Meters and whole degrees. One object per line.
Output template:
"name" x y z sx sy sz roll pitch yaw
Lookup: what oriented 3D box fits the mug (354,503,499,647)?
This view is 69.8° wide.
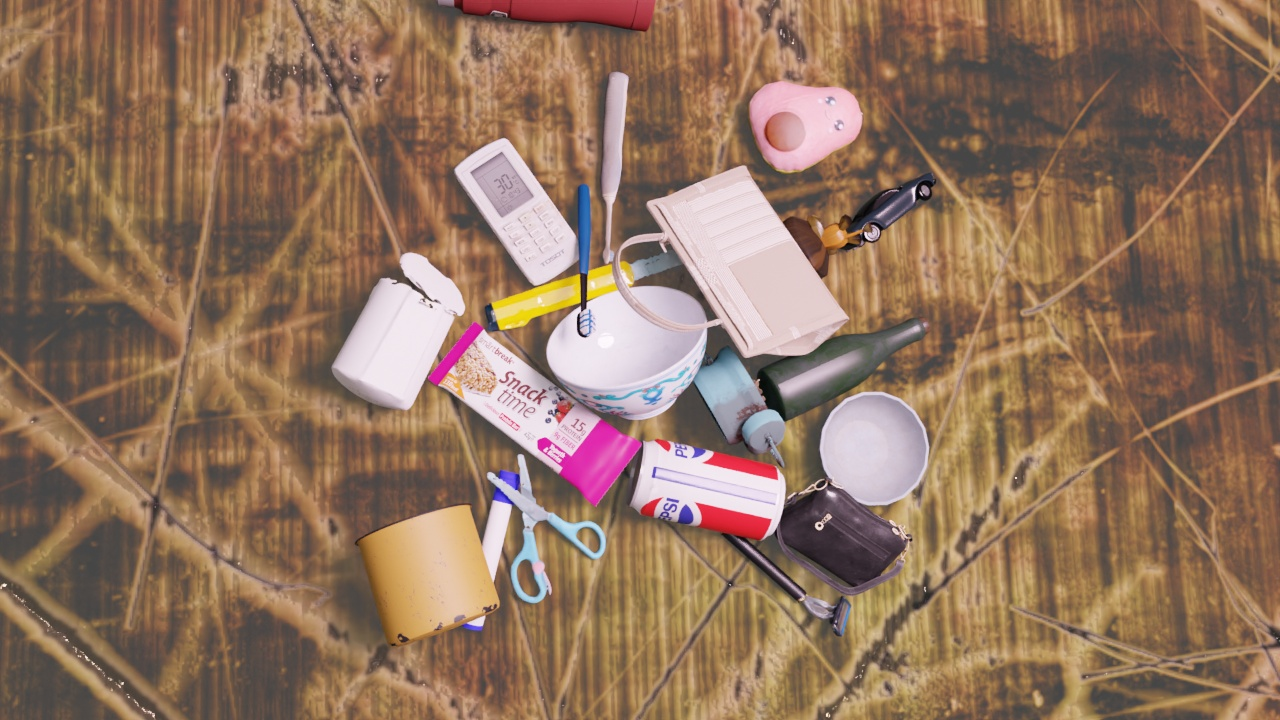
"mug" -0.186 0.187 0.780 0.100 0.124 0.094 -4 70 -52

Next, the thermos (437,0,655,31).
"thermos" -0.086 -0.370 0.852 0.198 0.083 0.108 4 118 -10

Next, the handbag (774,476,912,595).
"handbag" 0.186 0.160 0.839 0.128 0.054 0.079 34 116 -9

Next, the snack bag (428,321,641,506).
"snack bag" -0.097 0.045 0.829 0.196 0.016 0.070 36 79 12

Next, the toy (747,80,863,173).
"toy" 0.162 -0.233 0.895 0.110 0.051 0.090 -18 88 -10

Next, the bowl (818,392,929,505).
"bowl" 0.216 0.084 0.875 0.106 0.039 0.106 1 84 -8

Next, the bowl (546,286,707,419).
"bowl" -0.005 0.005 0.825 0.144 0.144 0.074 -24 127 -10

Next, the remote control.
"remote control" -0.114 -0.139 0.860 0.060 0.025 0.138 -35 90 -10

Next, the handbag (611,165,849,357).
"handbag" 0.060 -0.075 0.793 0.197 0.062 0.175 -15 67 -41

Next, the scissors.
"scissors" -0.081 0.145 0.832 0.111 0.015 0.141 -10 98 -16

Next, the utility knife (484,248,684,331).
"utility knife" -0.039 -0.072 0.867 0.223 0.019 0.030 -18 98 -6

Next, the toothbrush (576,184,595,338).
"toothbrush" -0.051 -0.095 0.840 0.014 0.014 0.167 21 54 -37

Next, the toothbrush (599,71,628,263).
"toothbrush" -0.027 -0.184 0.879 0.022 0.024 0.185 -1 83 31

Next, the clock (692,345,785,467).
"clock" 0.093 0.046 0.837 0.053 0.090 0.124 -30 74 1

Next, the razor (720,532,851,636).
"razor" 0.134 0.204 0.863 0.144 0.022 0.042 38 38 2

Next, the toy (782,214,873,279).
"toy" 0.170 -0.111 0.867 0.076 0.100 0.062 48 36 -34

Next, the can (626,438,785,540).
"can" 0.059 0.117 0.835 0.132 0.070 0.070 13 82 -6

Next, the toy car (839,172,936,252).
"toy car" 0.239 -0.147 0.900 0.112 0.046 0.034 -38 95 -8

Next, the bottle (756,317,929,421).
"bottle" 0.199 0.000 0.875 0.174 0.055 0.055 -24 88 -11

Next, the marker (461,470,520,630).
"marker" -0.134 0.171 0.829 0.020 0.020 0.141 14 82 -6

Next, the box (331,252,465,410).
"box" -0.206 -0.029 0.807 0.080 0.089 0.143 29 78 -23
